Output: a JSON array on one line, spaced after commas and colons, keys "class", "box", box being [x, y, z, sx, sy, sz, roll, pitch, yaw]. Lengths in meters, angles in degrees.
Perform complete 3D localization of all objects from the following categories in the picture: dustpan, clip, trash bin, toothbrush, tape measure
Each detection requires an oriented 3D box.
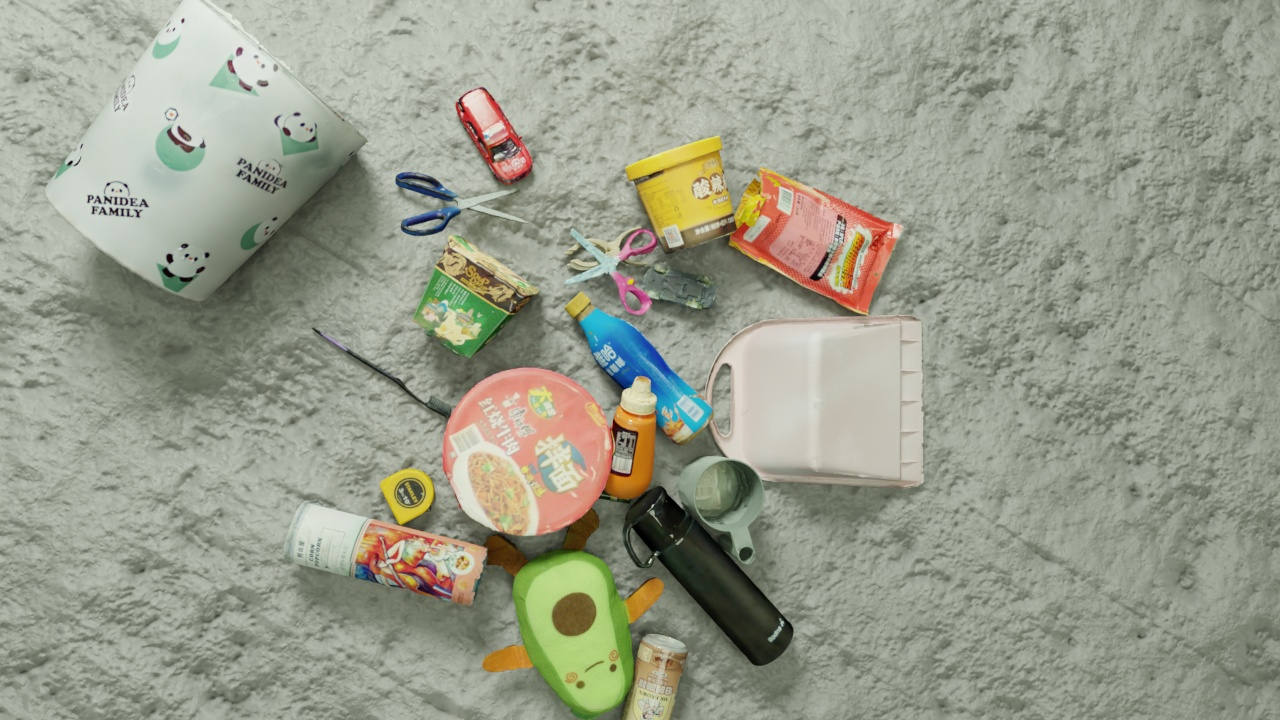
[{"class": "dustpan", "box": [0.226, 0.047, 1.168, 0.272, 0.139, 0.222, 5, 85, -37]}, {"class": "clip", "box": [-0.042, -0.134, 1.118, 0.099, 0.035, 0.070, -9, 89, -14]}, {"class": "trash bin", "box": [-0.456, -0.215, 0.963, 0.229, 0.229, 0.252, 41, 88, -6]}, {"class": "toothbrush", "box": [-0.102, 0.155, 1.106, 0.185, 0.012, 0.017, 12, 64, -9]}, {"class": "toothbrush", "box": [-0.303, 0.012, 1.079, 0.189, 0.014, 0.016, 34, 76, -6]}, {"class": "tape measure", "box": [-0.269, 0.155, 1.071, 0.057, 0.029, 0.060, -28, 92, -8]}]

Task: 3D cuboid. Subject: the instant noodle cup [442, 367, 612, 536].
[{"class": "instant noodle cup", "box": [-0.132, 0.108, 1.066, 0.193, 0.066, 0.193, 2, 76, -8]}]

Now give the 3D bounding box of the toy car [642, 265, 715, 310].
[{"class": "toy car", "box": [0.047, -0.088, 1.129, 0.090, 0.034, 0.043, 12, 89, 0]}]

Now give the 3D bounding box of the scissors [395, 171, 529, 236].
[{"class": "scissors", "box": [-0.216, -0.183, 1.067, 0.162, 0.012, 0.175, 31, 43, 20]}]

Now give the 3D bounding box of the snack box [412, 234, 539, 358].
[{"class": "snack box", "box": [-0.197, -0.070, 1.059, 0.118, 0.117, 0.105, 35, 95, -5]}]

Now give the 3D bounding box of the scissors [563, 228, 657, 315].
[{"class": "scissors", "box": [-0.029, -0.117, 1.098, 0.133, 0.017, 0.133, 42, 77, -13]}]

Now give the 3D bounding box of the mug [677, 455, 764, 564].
[{"class": "mug", "box": [0.098, 0.174, 1.094, 0.083, 0.103, 0.124, -16, 92, -10]}]

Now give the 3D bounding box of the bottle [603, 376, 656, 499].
[{"class": "bottle", "box": [-0.010, 0.087, 1.073, 0.066, 0.066, 0.150, 7, 114, -9]}]

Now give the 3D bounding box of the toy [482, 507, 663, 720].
[{"class": "toy", "box": [-0.080, 0.300, 1.068, 0.227, 0.090, 0.246, -23, 88, -3]}]

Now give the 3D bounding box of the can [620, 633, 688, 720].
[{"class": "can", "box": [0.016, 0.391, 1.095, 0.058, 0.058, 0.116, 16, 86, -9]}]

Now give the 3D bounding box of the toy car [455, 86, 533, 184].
[{"class": "toy car", "box": [-0.175, -0.268, 1.094, 0.053, 0.045, 0.120, -34, 96, -8]}]

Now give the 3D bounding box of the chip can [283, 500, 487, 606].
[{"class": "chip can", "box": [-0.283, 0.219, 1.036, 0.214, 0.071, 0.071, 15, 86, -3]}]

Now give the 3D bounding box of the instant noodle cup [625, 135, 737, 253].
[{"class": "instant noodle cup", "box": [0.054, -0.195, 1.097, 0.118, 0.118, 0.114, -20, 99, -10]}]

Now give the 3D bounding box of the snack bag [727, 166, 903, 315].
[{"class": "snack bag", "box": [0.219, -0.151, 1.148, 0.208, 0.073, 0.128, 23, 86, -13]}]

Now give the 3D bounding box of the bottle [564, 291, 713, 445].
[{"class": "bottle", "box": [-0.007, 0.006, 1.102, 0.218, 0.065, 0.065, 45, 82, -5]}]

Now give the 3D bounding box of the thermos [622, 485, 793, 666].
[{"class": "thermos", "box": [0.074, 0.264, 1.090, 0.242, 0.069, 0.089, 48, 66, -10]}]
